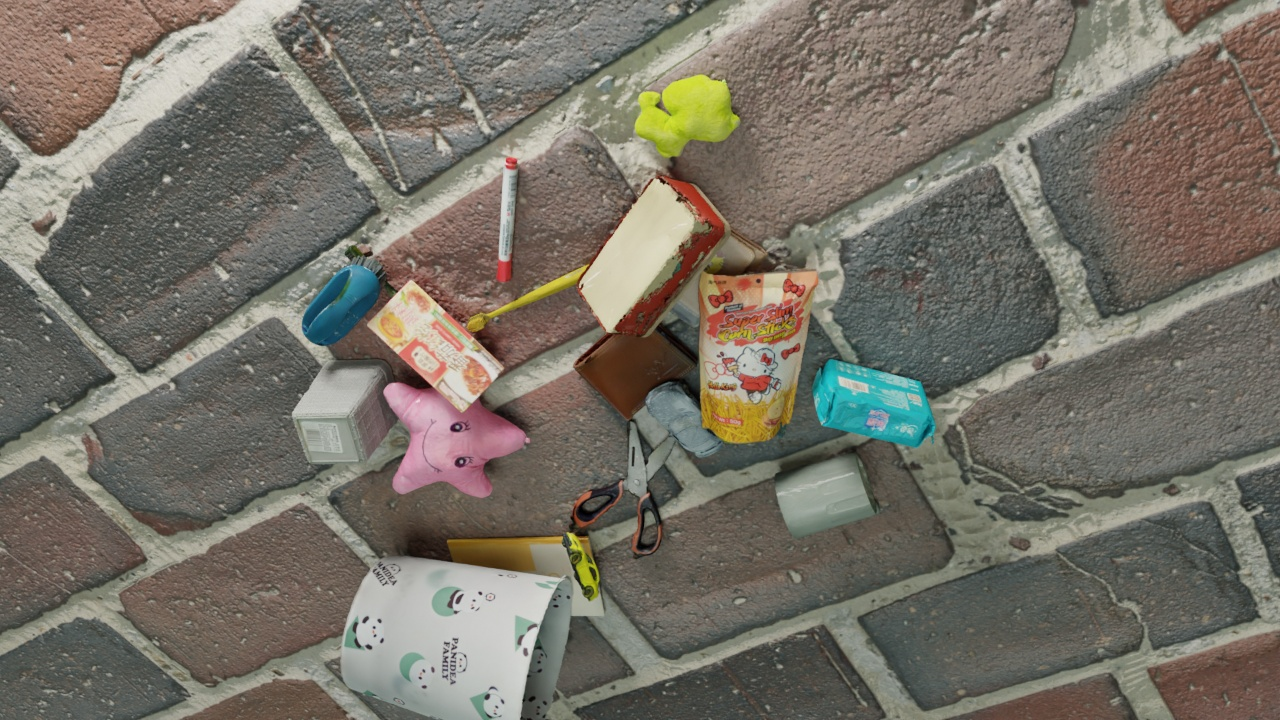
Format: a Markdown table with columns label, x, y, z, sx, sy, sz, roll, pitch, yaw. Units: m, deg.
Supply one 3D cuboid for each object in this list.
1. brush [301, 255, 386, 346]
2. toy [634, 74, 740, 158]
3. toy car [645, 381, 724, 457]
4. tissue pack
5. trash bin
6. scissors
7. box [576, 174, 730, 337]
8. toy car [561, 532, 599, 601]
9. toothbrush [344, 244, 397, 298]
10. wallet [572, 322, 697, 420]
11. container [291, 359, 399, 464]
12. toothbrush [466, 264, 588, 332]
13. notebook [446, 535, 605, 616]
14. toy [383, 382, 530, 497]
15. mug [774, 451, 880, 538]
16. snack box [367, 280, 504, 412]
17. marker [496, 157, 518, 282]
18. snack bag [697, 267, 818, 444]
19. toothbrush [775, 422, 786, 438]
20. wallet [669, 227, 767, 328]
| label | x | y | z | sx | sy | sz | roll | pitch | yaw |
| --- | --- | --- | --- | --- | --- | --- | --- | --- | --- |
| brush | -0.352 | -0.061 | 1.071 | 0.055 | 0.073 | 0.144 | 41 | 126 | -18 |
| toy | 0.046 | -0.250 | 0.931 | 0.096 | 0.031 | 0.100 | 38 | 119 | -11 |
| toy car | 0.055 | 0.072 | 1.105 | 0.054 | 0.036 | 0.120 | -28 | 127 | 21 |
| tissue pack | 0.265 | 0.049 | 1.037 | 0.133 | 0.093 | 0.050 | 14 | 117 | 1 |
| trash bin | -0.242 | 0.376 | 1.225 | 0.252 | 0.229 | 0.230 | 10 | 121 | 8 |
| scissors | -0.012 | 0.175 | 1.197 | 0.227 | 0.015 | 0.189 | -30 | 112 | 23 |
| box | 0.007 | -0.107 | 0.973 | 0.169 | 0.078 | 0.091 | -51 | 60 | 29 |
| toy car | -0.078 | 0.275 | 1.237 | 0.032 | 0.048 | 0.105 | -23 | 117 | -11 |
| toothbrush | -0.286 | -0.064 | 1.102 | 0.017 | 0.012 | 0.186 | -29 | 112 | 29 |
| wallet | -0.006 | 0.006 | 1.090 | 0.101 | 0.032 | 0.125 | 42 | 118 | -18 |
| container | -0.361 | 0.066 | 1.129 | 0.090 | 0.114 | 0.090 | -2 | 120 | 9 |
| toothbrush | -0.123 | -0.074 | 1.068 | 0.190 | 0.016 | 0.016 | -22 | 115 | 20 |
| notebook | -0.161 | 0.308 | 1.300 | 0.206 | 0.010 | 0.146 | -3 | 119 | 10 |
| toy | -0.227 | 0.086 | 1.145 | 0.178 | 0.074 | 0.195 | 1 | 111 | -5 |
| mug | 0.234 | 0.173 | 1.131 | 0.103 | 0.083 | 0.124 | -20 | 142 | 17 |
| snack box | -0.240 | -0.016 | 1.084 | 0.153 | 0.025 | 0.075 | 45 | 84 | -8 |
| marker | -0.148 | -0.155 | 1.024 | 0.017 | 0.017 | 0.145 | 10 | 121 | 2 |
| snack bag | 0.125 | -0.008 | 1.030 | 0.128 | 0.073 | 0.208 | -1 | 123 | -3 |
| toothbrush | 0.174 | 0.012 | 1.072 | 0.016 | 0.018 | 0.192 | -1 | 121 | -8 |
| wallet | 0.073 | -0.096 | 1.018 | 0.090 | 0.033 | 0.115 | 32 | 116 | -10 |
